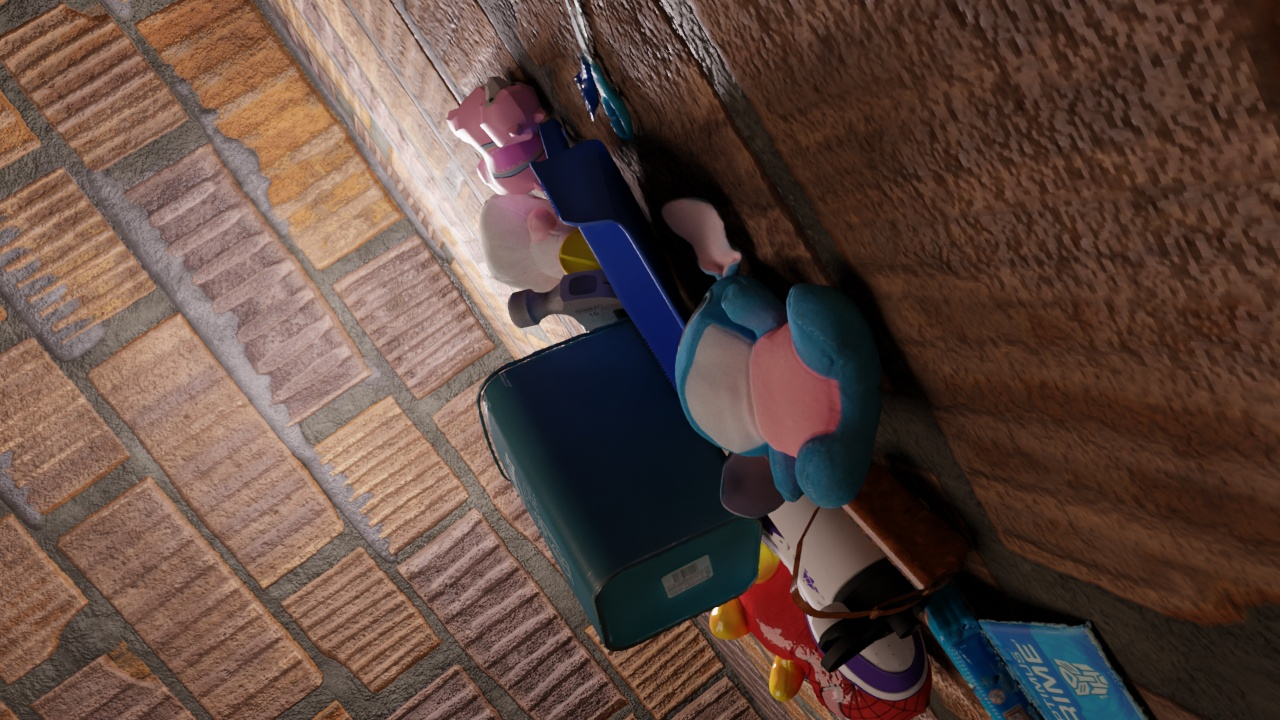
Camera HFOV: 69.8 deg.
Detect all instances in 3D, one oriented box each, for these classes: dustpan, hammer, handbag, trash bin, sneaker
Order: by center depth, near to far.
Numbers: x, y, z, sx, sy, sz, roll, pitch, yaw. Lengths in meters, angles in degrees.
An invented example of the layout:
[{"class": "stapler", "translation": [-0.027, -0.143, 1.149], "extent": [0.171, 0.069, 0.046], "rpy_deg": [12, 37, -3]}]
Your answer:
[{"class": "handbag", "translation": [0.140, 0.113, 0.563], "extent": [0.093, 0.043, 0.195], "rpy_deg": [48, -153, 21]}, {"class": "dustpan", "translation": [-0.027, -0.115, 0.740], "extent": [0.245, 0.059, 0.257], "rpy_deg": [55, -166, -53]}, {"class": "sneaker", "translation": [0.163, 0.164, 0.775], "extent": [0.244, 0.091, 0.111], "rpy_deg": [54, 167, 26]}, {"class": "trash bin", "translation": [-0.011, 0.113, 0.823], "extent": [0.197, 0.199, 0.218], "rpy_deg": [83, 160, -51]}, {"class": "hammer", "translation": [-0.006, 0.006, 0.950], "extent": [0.312, 0.139, 0.035], "rpy_deg": [54, -151, -55]}]

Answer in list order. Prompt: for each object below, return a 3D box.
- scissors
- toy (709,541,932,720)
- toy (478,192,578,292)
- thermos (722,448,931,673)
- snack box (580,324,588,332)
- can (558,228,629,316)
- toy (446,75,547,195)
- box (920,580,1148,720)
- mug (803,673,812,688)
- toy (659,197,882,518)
[{"class": "scissors", "translation": [-0.043, -0.218, 0.644], "extent": [0.083, 0.016, 0.135], "rpy_deg": [44, 164, 49]}, {"class": "toy", "translation": [0.179, 0.264, 0.883], "extent": [0.216, 0.098, 0.148], "rpy_deg": [30, 123, 20]}, {"class": "toy", "translation": [-0.104, -0.124, 1.001], "extent": [0.180, 0.101, 0.139], "rpy_deg": [16, 157, 45]}, {"class": "thermos", "translation": [0.115, 0.110, 0.681], "extent": [0.229, 0.101, 0.069], "rpy_deg": [57, 148, 36]}, {"class": "snack box", "translation": [-0.032, -0.035, 1.095], "extent": [0.145, 0.040, 0.142], "rpy_deg": [38, 162, 55]}, {"class": "can", "translation": [-0.035, -0.074, 0.912], "extent": [0.066, 0.066, 0.124], "rpy_deg": [48, 168, 29]}, {"class": "toy", "translation": [-0.126, -0.214, 0.873], "extent": [0.157, 0.067, 0.123], "rpy_deg": [29, 155, 57]}, {"class": "box", "translation": [0.287, 0.265, 0.619], "extent": [0.243, 0.060, 0.175], "rpy_deg": [55, 169, -6]}, {"class": "mug", "translation": [0.216, 0.318, 1.060], "extent": [0.089, 0.086, 0.111], "rpy_deg": [79, -172, -62]}, {"class": "toy", "translation": [0.081, 0.000, 0.588], "extent": [0.191, 0.098, 0.224], "rpy_deg": [-165, 62, -69]}]
